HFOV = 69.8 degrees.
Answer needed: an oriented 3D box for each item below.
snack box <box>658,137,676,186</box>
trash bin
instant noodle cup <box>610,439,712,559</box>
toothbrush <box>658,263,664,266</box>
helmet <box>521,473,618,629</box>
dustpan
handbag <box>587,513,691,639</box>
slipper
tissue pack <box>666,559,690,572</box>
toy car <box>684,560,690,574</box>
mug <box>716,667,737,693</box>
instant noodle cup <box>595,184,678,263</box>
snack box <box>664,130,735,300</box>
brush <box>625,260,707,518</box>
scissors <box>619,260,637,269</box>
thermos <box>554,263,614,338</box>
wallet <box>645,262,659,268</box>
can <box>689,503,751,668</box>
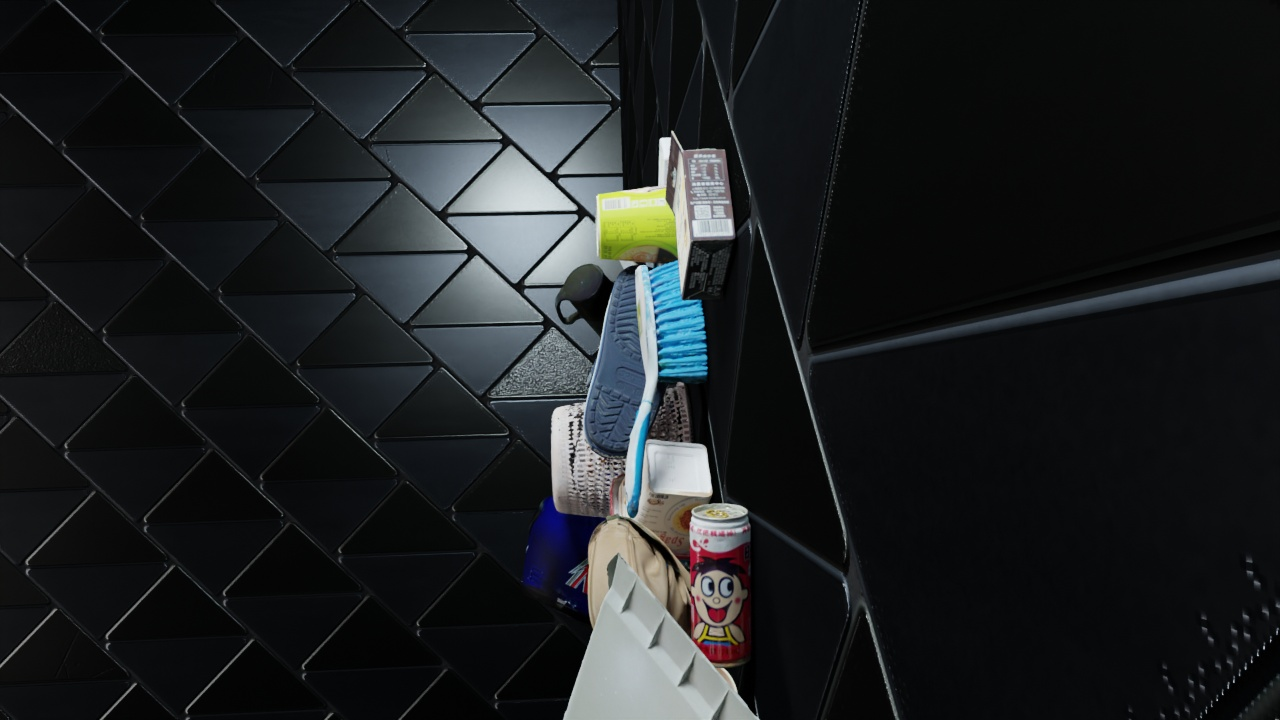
[{"bbox_3d":[0.042,-0.234,1.331,0.084,0.027,0.157,-97,7,-57],"label":"snack box"},{"bbox_3d":[-0.028,0.138,1.308,0.227,0.192,0.227,176,93,-87],"label":"trash bin"},{"bbox_3d":[0.030,0.163,1.098,0.124,0.116,0.116,110,162,-46],"label":"instant noodle cup"},{"bbox_3d":[0.034,-0.163,1.206,0.016,0.016,0.180,14,89,54],"label":"toothbrush"},{"bbox_3d":[-0.057,0.307,1.501,0.316,0.247,0.240,88,-153,-76],"label":"helmet"},{"bbox_3d":[0.043,0.323,0.798,0.222,0.142,0.258,44,120,36],"label":"dustpan"},{"bbox_3d":[0.013,0.259,0.989,0.204,0.100,0.147,57,-162,-54],"label":"handbag"},{"bbox_3d":[-0.007,0.007,1.135,0.095,0.105,0.252,118,166,-67],"label":"slipper"},{"bbox_3d":[0.045,0.303,1.207,0.140,0.063,0.089,92,175,-51],"label":"tissue pack"},{"bbox_3d":[0.067,0.292,1.096,0.049,0.031,0.105,101,166,-73],"label":"toy car"},{"bbox_3d":[0.040,0.359,0.934,0.106,0.115,0.081,88,-153,-43],"label":"mug"},{"bbox_3d":[0.005,-0.168,1.142,0.112,0.123,0.111,175,93,-87],"label":"instant noodle cup"},{"bbox_3d":[0.056,-0.139,0.895,0.113,0.053,0.125,95,173,-65],"label":"snack box"},{"bbox_3d":[0.025,0.024,1.044,0.061,0.109,0.314,110,157,-64],"label":"brush"},{"bbox_3d":[0.020,-0.100,1.238,0.140,0.021,0.234,-47,49,45],"label":"scissors"},{"bbox_3d":[-0.034,-0.041,1.293,0.242,0.090,0.068,47,-157,-49],"label":"thermos"},{"bbox_3d":[0.019,-0.184,1.363,0.097,0.019,0.121,-104,12,-66],"label":"wallet"},{"bbox_3d":[0.071,0.196,0.806,0.053,0.053,0.133,-118,27,-83],"label":"can"}]
